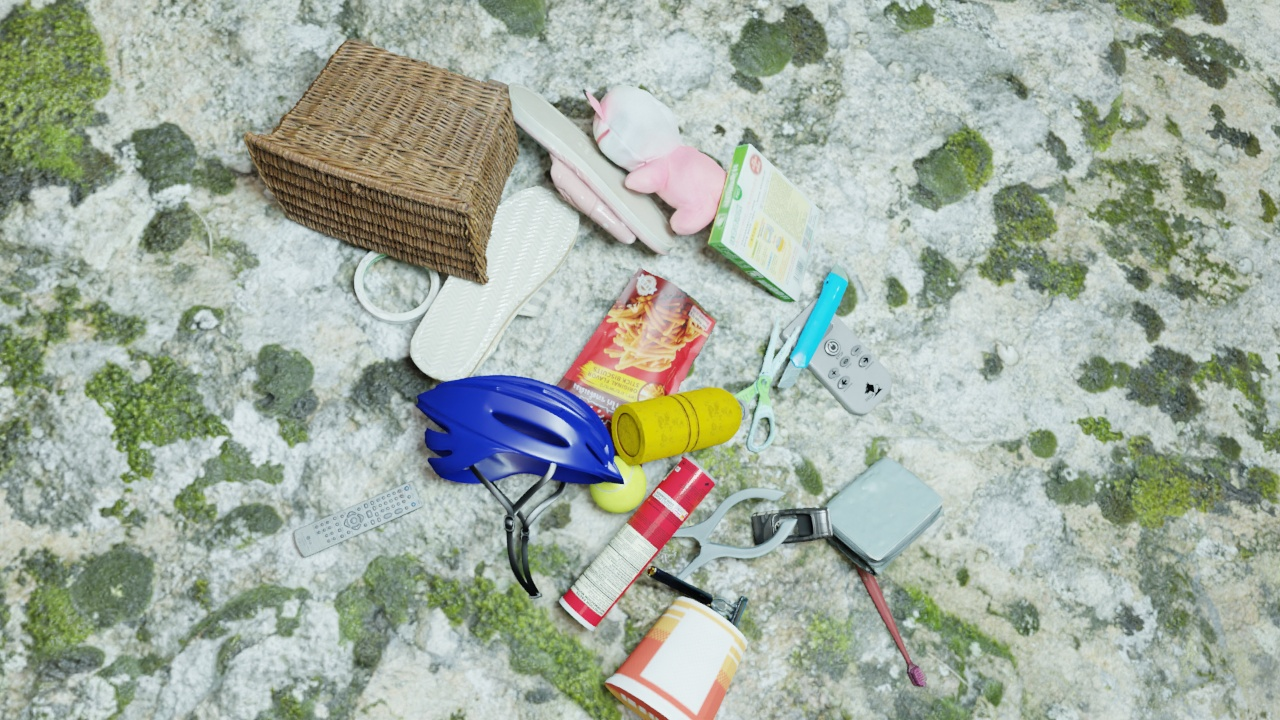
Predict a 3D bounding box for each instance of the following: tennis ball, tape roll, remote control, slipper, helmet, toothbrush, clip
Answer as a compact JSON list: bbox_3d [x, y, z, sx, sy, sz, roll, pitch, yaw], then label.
[{"bbox_3d":[-0.025,0.142,1.048,0.065,0.065,0.065,2,78,-12],"label":"tennis ball"},{"bbox_3d":[-0.281,-0.089,1.062,0.093,0.018,0.093,2,78,-12],"label":"tape roll"},{"bbox_3d":[-0.309,0.174,1.006,0.136,0.013,0.033,-23,84,-16],"label":"remote control"},{"bbox_3d":[-0.167,-0.088,1.068,0.114,0.054,0.272,34,69,0],"label":"slipper"},{"bbox_3d":[-0.068,-0.220,1.096,0.274,0.114,0.055,44,115,-7],"label":"slipper"},{"bbox_3d":[-0.141,0.129,0.980,0.241,0.148,0.227,11,75,3],"label":"helmet"},{"bbox_3d":[0.251,-0.002,1.161,0.074,0.019,0.151,-43,90,-17],"label":"remote control"},{"bbox_3d":[0.299,0.307,1.112,0.016,0.016,0.190,-24,85,-16],"label":"toothbrush"},{"bbox_3d":[0.106,0.216,1.059,0.163,0.028,0.115,-22,82,5],"label":"clip"}]

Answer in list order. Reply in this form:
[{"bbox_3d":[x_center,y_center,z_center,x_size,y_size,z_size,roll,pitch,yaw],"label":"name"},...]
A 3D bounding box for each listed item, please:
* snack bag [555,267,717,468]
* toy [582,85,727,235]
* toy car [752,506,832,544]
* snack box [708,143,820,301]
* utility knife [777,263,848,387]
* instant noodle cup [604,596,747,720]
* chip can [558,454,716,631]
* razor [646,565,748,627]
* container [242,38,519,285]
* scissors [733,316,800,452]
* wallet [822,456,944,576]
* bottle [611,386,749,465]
[{"bbox_3d":[-0.007,0.006,1.097,0.139,0.067,0.207,33,83,-10],"label":"snack bag"},{"bbox_3d":[0.022,-0.251,1.111,0.213,0.084,0.141,46,34,3],"label":"toy"},{"bbox_3d":[0.178,0.195,1.083,0.092,0.037,0.040,-9,81,19],"label":"toy car"},{"bbox_3d":[0.156,-0.164,1.124,0.168,0.027,0.131,30,71,-43],"label":"snack box"},{"bbox_3d":[0.216,-0.041,1.144,0.031,0.015,0.185,30,70,2],"label":"utility knife"},{"bbox_3d":[0.046,0.337,1.003,0.123,0.124,0.120,38,66,-3],"label":"instant noodle cup"},{"bbox_3d":[-0.001,0.203,1.032,0.052,0.052,0.214,41,82,-2],"label":"chip can"},{"bbox_3d":[0.063,0.266,1.050,0.144,0.022,0.042,32,74,-27],"label":"razor"},{"bbox_3d":[-0.260,-0.227,1.005,0.250,0.162,0.182,18,68,5],"label":"container"},{"bbox_3d":[0.144,0.022,1.128,0.093,0.032,0.175,17,78,-4],"label":"scissors"},{"bbox_3d":[0.289,0.185,1.103,0.131,0.054,0.100,-37,58,-17],"label":"wallet"},{"bbox_3d":[0.054,0.070,1.058,0.163,0.071,0.071,-10,81,-32],"label":"bottle"}]
